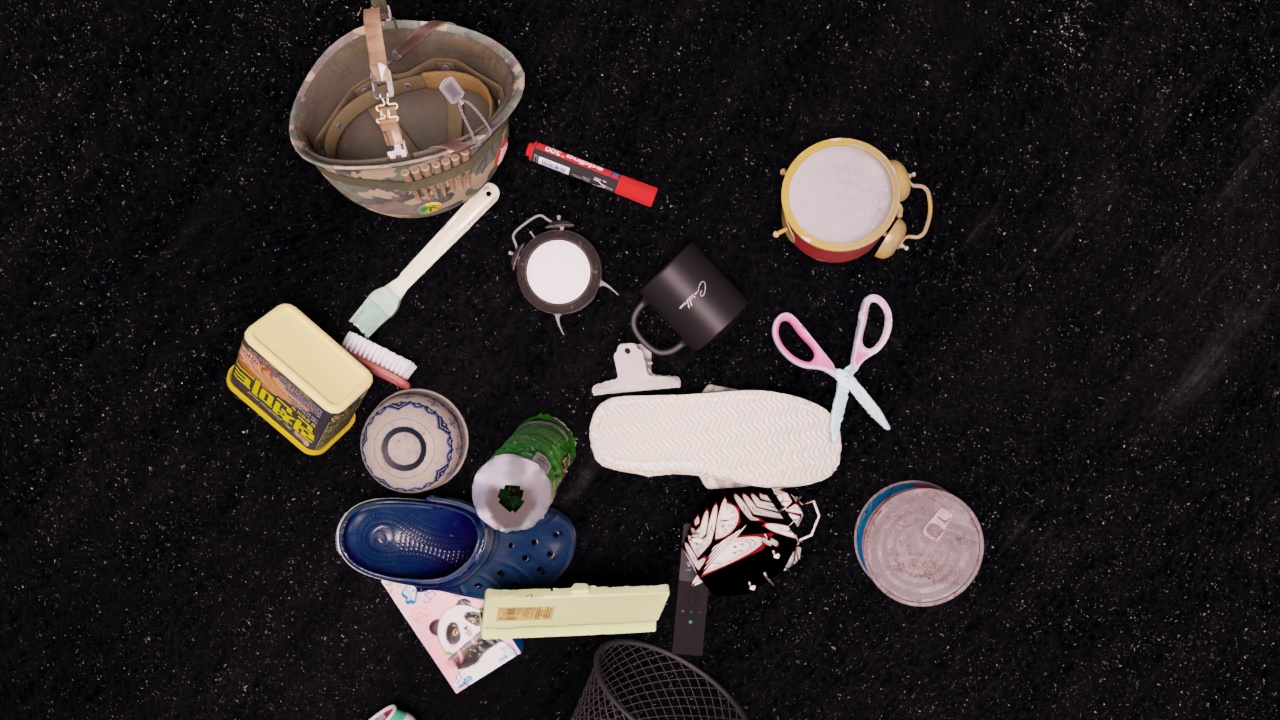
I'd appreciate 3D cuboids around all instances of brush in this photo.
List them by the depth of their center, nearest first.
[{"bbox_3d":[-0.323,-0.018,0.993,0.172,0.041,0.030,25,76,0],"label":"brush"},{"bbox_3d":[-0.232,-0.111,0.997,0.033,0.012,0.217,44,92,-4],"label":"brush"}]

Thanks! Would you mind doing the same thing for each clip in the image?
[{"bbox_3d":[-0.006,0.007,0.994,0.102,0.040,0.054,-6,91,20],"label":"clip"}]

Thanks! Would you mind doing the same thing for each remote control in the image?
[{"bbox_3d":[0.059,0.256,1.026,0.034,0.013,0.150,5,94,-1],"label":"remote control"}]

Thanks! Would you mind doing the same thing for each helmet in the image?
[{"bbox_3d":[-0.222,-0.247,0.877,0.224,0.236,0.192,-20,61,11],"label":"helmet"}]

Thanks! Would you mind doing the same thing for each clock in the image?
[{"bbox_3d":[0.222,-0.160,0.959,0.159,0.081,0.117,6,83,8],"label":"clock"},{"bbox_3d":[0.127,0.194,0.974,0.154,0.065,0.115,-17,130,-14],"label":"clock"},{"bbox_3d":[-0.090,-0.099,0.982,0.091,0.043,0.123,-36,94,2],"label":"clock"}]

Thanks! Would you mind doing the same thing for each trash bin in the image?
[{"bbox_3d":[-0.013,0.437,0.965,0.184,0.184,0.210,27,99,-2],"label":"trash bin"}]

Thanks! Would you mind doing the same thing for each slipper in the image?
[{"bbox_3d":[-0.186,0.196,0.955,0.252,0.095,0.105,7,76,-16],"label":"slipper"},{"bbox_3d":[0.080,0.084,0.993,0.272,0.054,0.114,5,91,-5],"label":"slipper"}]

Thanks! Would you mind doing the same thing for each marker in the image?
[{"bbox_3d":[-0.053,-0.201,0.984,0.145,0.023,0.021,21,101,-2],"label":"marker"}]

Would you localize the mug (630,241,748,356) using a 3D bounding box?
[{"bbox_3d":[0.043,-0.056,0.970,0.113,0.078,0.088,-43,94,7],"label":"mug"}]

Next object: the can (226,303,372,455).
[{"bbox_3d":[-0.352,0.019,0.951,0.131,0.072,0.101,42,138,-3],"label":"can"}]

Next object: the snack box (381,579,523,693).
[{"bbox_3d":[-0.207,0.279,1.017,0.088,0.033,0.154,-33,94,0],"label":"snack box"}]

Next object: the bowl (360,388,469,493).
[{"bbox_3d":[-0.248,0.090,0.988,0.115,0.059,0.115,0,94,0],"label":"bowl"}]

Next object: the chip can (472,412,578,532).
[{"bbox_3d":[-0.110,0.106,0.908,0.075,0.223,0.075,0,96,2],"label":"chip can"}]

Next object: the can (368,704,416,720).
[{"bbox_3d":[-0.248,0.466,1.003,0.088,0.088,0.166,-37,94,2],"label":"can"}]

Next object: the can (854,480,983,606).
[{"bbox_3d":[0.305,0.200,1.008,0.130,0.044,0.130,0,94,0],"label":"can"}]

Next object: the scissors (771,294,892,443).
[{"bbox_3d":[0.226,-0.003,0.990,0.168,0.014,0.170,-40,86,-11],"label":"scissors"}]

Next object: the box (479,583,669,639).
[{"bbox_3d":[-0.072,0.264,0.955,0.187,0.141,0.048,2,63,-13],"label":"box"}]
